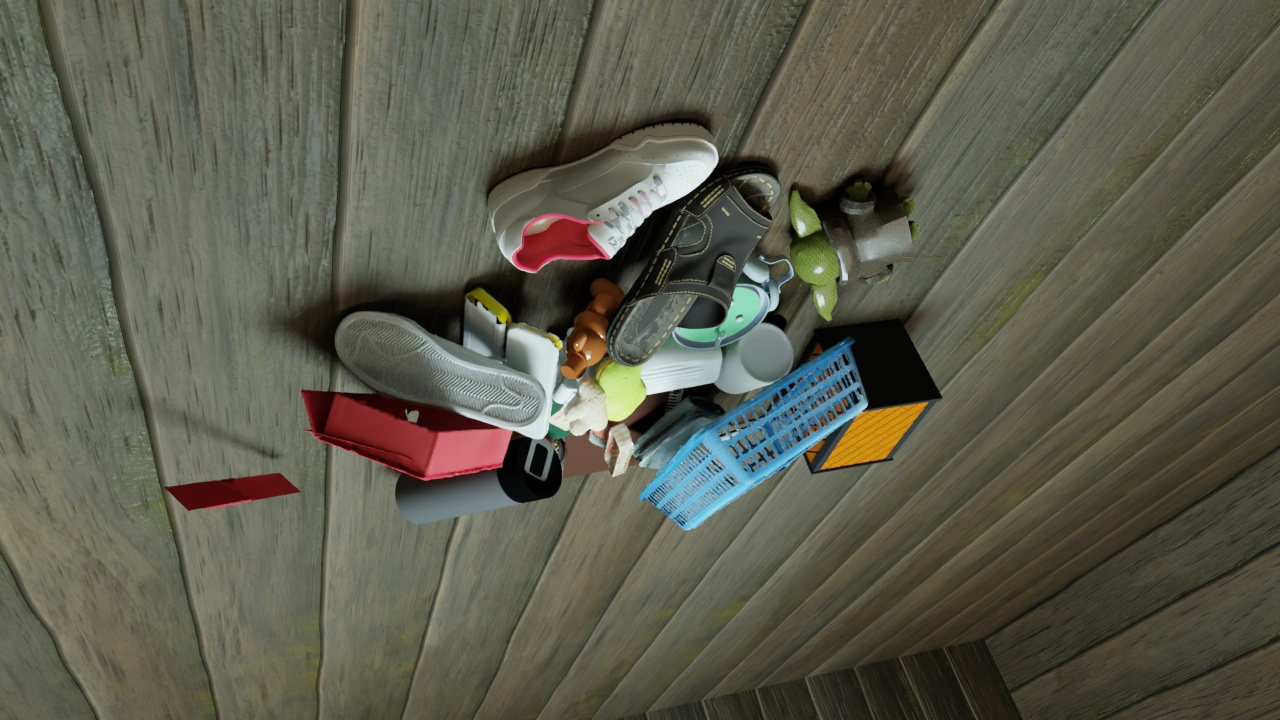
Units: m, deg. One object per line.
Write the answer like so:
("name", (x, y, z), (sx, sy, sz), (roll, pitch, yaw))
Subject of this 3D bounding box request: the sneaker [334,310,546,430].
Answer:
("sneaker", (-0.220, 0.018, 1.020), (0.242, 0.089, 0.091), (21, 172, -2))

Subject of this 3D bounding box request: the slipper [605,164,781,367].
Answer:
("slipper", (0.064, -0.095, 0.995), (0.268, 0.076, 0.113), (-52, 139, 8))

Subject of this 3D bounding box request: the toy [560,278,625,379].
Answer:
("toy", (-0.058, -0.031, 1.046), (0.065, 0.127, 0.095), (23, 142, 16))

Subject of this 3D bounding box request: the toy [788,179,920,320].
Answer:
("toy", (0.250, -0.141, 1.073), (0.153, 0.078, 0.179), (-18, 124, 7))

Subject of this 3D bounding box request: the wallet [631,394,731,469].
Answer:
("wallet", (0.057, 0.108, 1.331), (0.132, 0.054, 0.100), (-43, 145, 19))

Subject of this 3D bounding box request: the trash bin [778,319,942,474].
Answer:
("trash bin", (0.315, 0.054, 1.343), (0.139, 0.139, 0.172), (-7, 146, -18))

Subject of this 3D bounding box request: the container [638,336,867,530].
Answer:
("container", (0.154, 0.121, 1.260), (0.256, 0.089, 0.363), (-30, 168, -20))

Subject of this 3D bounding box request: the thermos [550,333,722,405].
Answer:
("thermos", (-0.007, 0.007, 1.156), (0.220, 0.099, 0.100), (-6, 146, -25))

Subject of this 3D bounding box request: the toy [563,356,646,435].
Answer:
("toy", (-0.040, 0.041, 1.063), (0.115, 0.046, 0.092), (-36, 139, -24))

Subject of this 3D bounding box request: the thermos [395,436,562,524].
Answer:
("thermos", (-0.217, 0.161, 1.221), (0.241, 0.082, 0.082), (-17, 154, 35))

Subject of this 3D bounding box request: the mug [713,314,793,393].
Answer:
("mug", (0.151, -0.014, 1.204), (0.078, 0.111, 0.097), (39, 160, -9))

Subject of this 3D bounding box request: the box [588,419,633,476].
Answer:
("box", (-0.040, 0.106, 1.238), (0.042, 0.082, 0.187), (-21, 163, -12))

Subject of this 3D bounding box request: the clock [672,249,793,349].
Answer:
("clock", (0.107, -0.077, 1.102), (0.162, 0.075, 0.122), (-26, 147, 10))

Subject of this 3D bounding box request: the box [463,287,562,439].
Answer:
("box", (-0.156, 0.011, 1.076), (0.036, 0.130, 0.210), (-52, 167, -36))

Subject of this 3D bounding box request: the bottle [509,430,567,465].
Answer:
("bottle", (-0.154, 0.117, 1.281), (0.056, 0.056, 0.105), (-30, 146, 17))

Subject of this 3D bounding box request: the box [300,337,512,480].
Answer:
("box", (-0.246, 0.077, 1.025), (0.164, 0.153, 0.214), (-28, 171, 9))

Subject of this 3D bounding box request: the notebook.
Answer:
("notebook", (-0.030, 0.104, 1.359), (0.171, 0.022, 0.210), (-9, 147, -12))

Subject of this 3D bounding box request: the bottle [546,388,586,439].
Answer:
("bottle", (-0.109, 0.063, 1.207), (0.061, 0.061, 0.131), (-28, 142, 12))

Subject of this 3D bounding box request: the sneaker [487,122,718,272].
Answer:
("sneaker", (-0.027, -0.148, 0.901), (0.236, 0.104, 0.090), (-17, 148, -2))

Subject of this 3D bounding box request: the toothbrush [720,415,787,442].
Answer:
("toothbrush", (0.200, 0.108, 1.482), (0.189, 0.017, 0.016), (-19, 149, 0))
